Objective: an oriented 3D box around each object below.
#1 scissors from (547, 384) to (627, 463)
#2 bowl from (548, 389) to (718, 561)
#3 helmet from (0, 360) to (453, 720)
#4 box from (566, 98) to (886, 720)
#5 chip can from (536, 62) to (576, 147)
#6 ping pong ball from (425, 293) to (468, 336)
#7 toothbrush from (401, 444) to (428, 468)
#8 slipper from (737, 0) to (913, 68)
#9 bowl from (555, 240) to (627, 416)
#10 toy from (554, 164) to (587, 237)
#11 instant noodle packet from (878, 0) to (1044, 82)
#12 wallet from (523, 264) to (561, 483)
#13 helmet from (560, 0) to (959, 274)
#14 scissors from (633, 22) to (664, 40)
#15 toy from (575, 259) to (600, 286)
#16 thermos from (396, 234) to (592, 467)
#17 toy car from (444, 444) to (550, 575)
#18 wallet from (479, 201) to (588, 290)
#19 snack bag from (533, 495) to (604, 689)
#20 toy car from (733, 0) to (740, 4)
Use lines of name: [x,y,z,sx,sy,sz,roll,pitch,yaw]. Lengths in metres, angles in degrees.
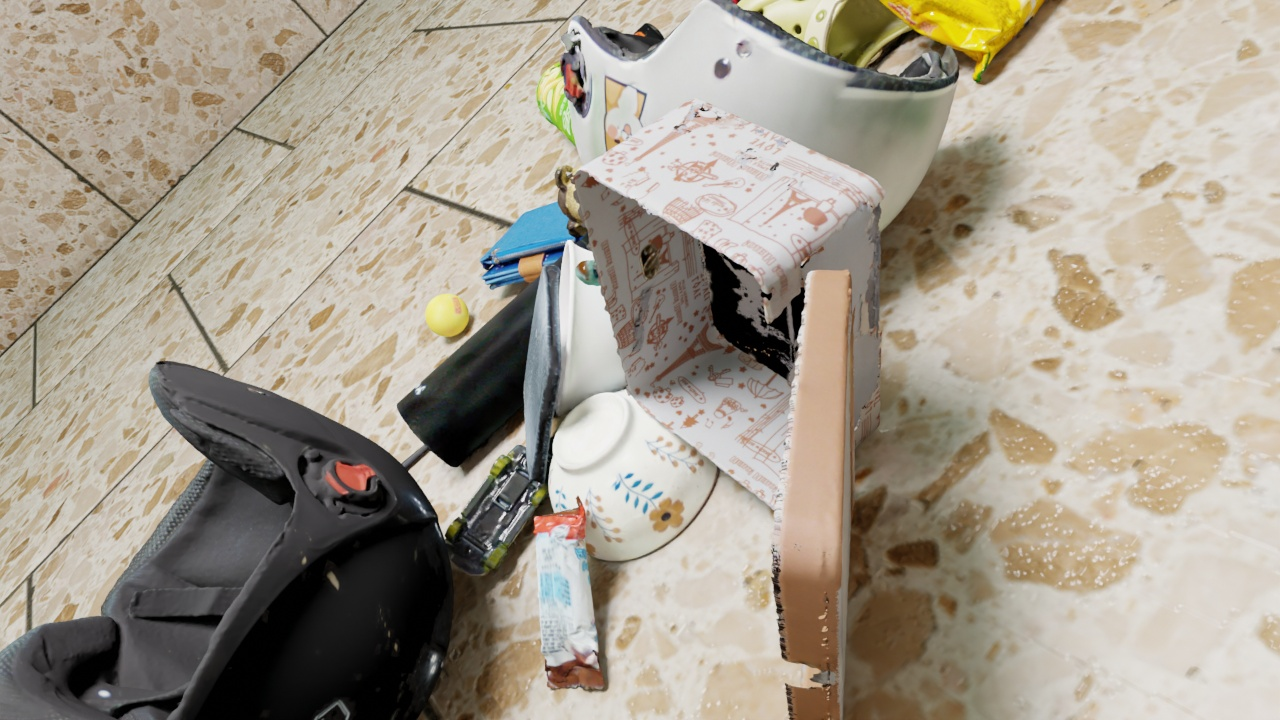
scissors: [-0.006,0.015,0.651,0.163,0.014,0.165,2,52,43]
bowl: [-0.014,0.059,0.564,0.114,0.062,0.113,-25,39,22]
helmet: [-0.219,0.145,0.526,0.233,0.230,0.275,-59,33,6]
box: [0.062,0.017,0.422,0.130,0.179,0.272,-17,47,-3]
chip can: [-0.047,-0.243,0.915,0.072,0.072,0.221,-40,34,3]
ping pong ball: [-0.180,-0.042,0.856,0.040,0.040,0.040,-26,37,22]
toothbrush: [-0.209,0.096,0.759,0.181,0.018,0.015,-42,37,3]
slipper: [0.147,-0.261,0.730,0.191,0.091,0.081,-16,47,32]
bowl: [-0.022,-0.020,0.623,0.064,0.118,0.118,3,39,-8]
toy: [0.003,-0.156,0.753,0.157,0.105,0.066,-29,37,-17]
instant noodle packet: [0.228,-0.273,0.650,0.110,0.128,0.044,-48,-9,-5]
wallet: [-0.064,0.007,0.609,0.019,0.097,0.120,4,36,-10]
helmet: [0.061,-0.135,0.599,0.274,0.229,0.157,24,111,52]
scissors: [0.043,-0.325,0.963,0.225,0.021,0.220,14,68,49]
toy: [-0.003,-0.039,0.565,0.030,0.092,0.096,-28,-7,30]
thermos: [-0.076,-0.022,0.722,0.242,0.068,0.090,-42,2,-3]
toy car: [-0.093,0.102,0.614,0.042,0.035,0.090,32,71,11]
wallet: [-0.075,-0.114,0.833,0.133,0.040,0.106,-10,37,38]
snack bag: [-0.042,0.131,0.517,0.045,0.026,0.105,-17,71,35]
toy car: [0.079,-0.296,0.860,0.053,0.045,0.120,-15,52,23]
